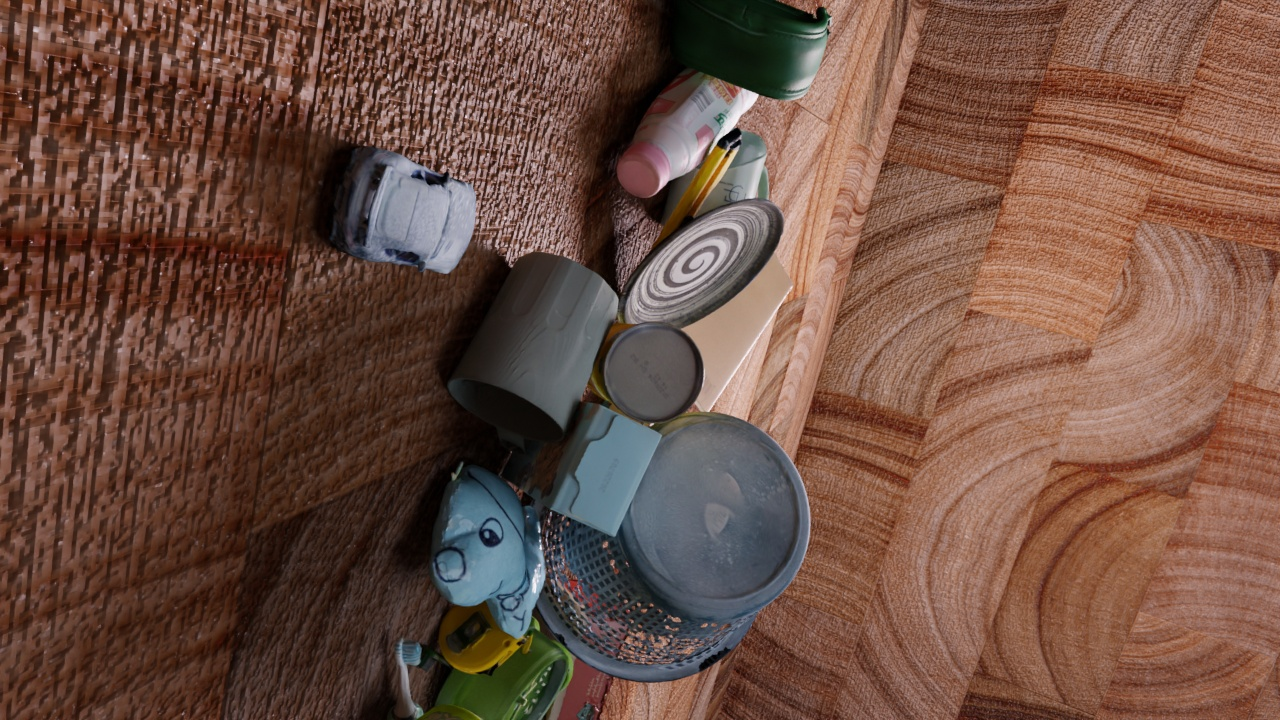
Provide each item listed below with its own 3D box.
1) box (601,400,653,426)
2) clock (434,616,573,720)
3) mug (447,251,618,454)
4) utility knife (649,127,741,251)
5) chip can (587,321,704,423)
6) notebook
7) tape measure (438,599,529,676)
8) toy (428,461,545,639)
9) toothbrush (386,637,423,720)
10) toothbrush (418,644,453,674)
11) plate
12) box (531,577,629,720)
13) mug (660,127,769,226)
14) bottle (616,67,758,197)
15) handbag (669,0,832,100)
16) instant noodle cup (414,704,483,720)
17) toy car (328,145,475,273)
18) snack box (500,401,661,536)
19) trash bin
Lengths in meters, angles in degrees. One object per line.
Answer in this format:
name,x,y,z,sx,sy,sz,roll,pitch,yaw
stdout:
box,-0.015,0.083,0.925,0.183,0.061,0.090,-52,153,-44
clock,-0.109,0.279,0.775,0.116,0.056,0.161,-51,157,-18
mug,-0.071,-0.001,0.634,0.124,0.084,0.103,100,12,-66
utility knife,0.032,-0.116,0.824,0.033,0.015,0.216,-20,150,-52
chip can,-0.004,0.004,0.716,0.213,0.072,0.072,-173,-79,-82
notebook,0.083,-0.068,0.972,0.149,0.012,0.210,54,55,-27
tape measure,-0.126,0.210,0.703,0.057,0.060,0.029,-42,157,-12
toy,-0.108,0.135,0.666,0.161,0.050,0.156,-62,139,-66
toothbrush,-0.173,0.282,0.681,0.026,0.027,0.225,-79,176,-57
toothbrush,-0.151,0.264,0.759,0.017,0.012,0.186,-58,159,-23
plate,0.052,-0.088,0.846,0.179,0.024,0.180,-28,156,-14
box,-0.068,0.303,0.892,0.076,0.091,0.168,15,95,-32
mug,0.084,-0.171,0.900,0.111,0.082,0.106,7,103,-36
bottle,0.040,-0.204,0.786,0.068,0.068,0.196,91,25,-44
handbag,0.095,-0.284,0.774,0.119,0.131,0.068,-60,169,-46
instant noodle cup,-0.149,0.292,0.597,0.123,0.112,0.112,-28,134,-58
toy car,-0.117,-0.075,0.479,0.120,0.037,0.054,-2,109,-76
snack box,-0.049,0.070,0.662,0.074,0.051,0.175,-66,-162,-8
trash bin,0.030,0.136,0.736,0.226,0.226,0.195,-64,-176,-25
